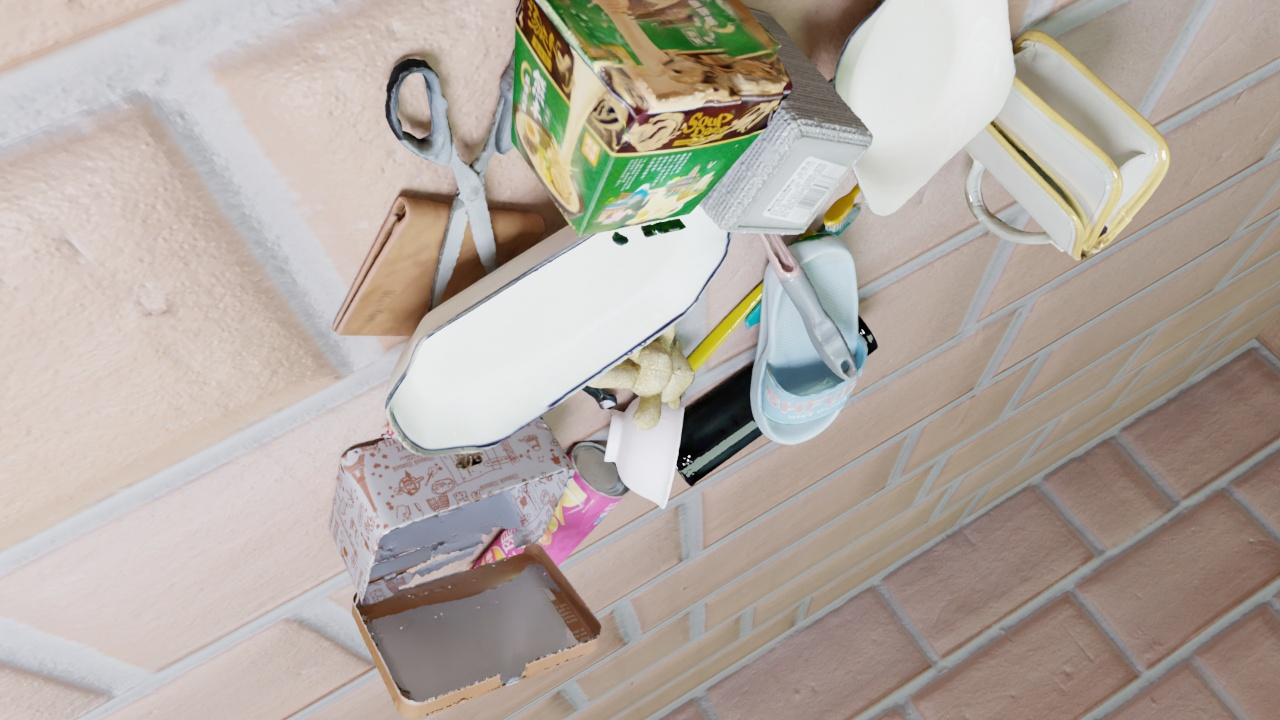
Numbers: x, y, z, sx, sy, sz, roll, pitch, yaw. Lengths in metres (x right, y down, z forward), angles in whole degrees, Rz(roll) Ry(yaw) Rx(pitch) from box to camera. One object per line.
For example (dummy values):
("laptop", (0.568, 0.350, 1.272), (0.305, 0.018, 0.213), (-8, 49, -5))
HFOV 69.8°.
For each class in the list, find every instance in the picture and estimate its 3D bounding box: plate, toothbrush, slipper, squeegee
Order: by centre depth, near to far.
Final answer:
("plate", (-0.052, -0.033, 0.607), (0.265, 0.034, 0.162), (-34, 154, -11))
("plate", (0.191, -0.199, 0.634), (0.163, 0.034, 0.164), (-43, 139, -9))
("toothbrush", (0.191, -0.156, 0.696), (0.190, 0.016, 0.018), (-46, 149, -27))
("squeegee", (0.119, -0.073, 0.735), (0.247, 0.040, 0.249), (-35, 124, 1))
("slipper", (0.160, -0.007, 0.839), (0.104, 0.074, 0.246), (-16, 136, -9))
("toothbrush", (0.097, -0.047, 0.841), (0.190, 0.015, 0.016), (-48, 157, 26))

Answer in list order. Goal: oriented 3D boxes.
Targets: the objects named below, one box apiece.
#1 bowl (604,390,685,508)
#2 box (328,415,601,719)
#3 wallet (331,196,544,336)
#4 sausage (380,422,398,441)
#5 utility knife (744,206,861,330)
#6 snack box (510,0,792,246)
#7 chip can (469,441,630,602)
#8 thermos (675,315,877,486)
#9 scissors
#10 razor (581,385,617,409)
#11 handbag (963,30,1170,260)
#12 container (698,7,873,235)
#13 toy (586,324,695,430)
("bowl", (0.001, 0.077, 0.869), (0.065, 0.118, 0.118), (9, 145, -1))
("box", (-0.135, 0.168, 0.742), (0.182, 0.193, 0.157), (-15, 147, -33))
("wallet", (-0.128, -0.054, 0.578), (0.101, 0.020, 0.116), (-1, 141, -44))
("sausage", (-0.128, 0.018, 0.694), (0.155, 0.020, 0.020), (-31, 153, -7))
("utility knife", (0.145, -0.082, 0.840), (0.029, 0.013, 0.157), (1, 138, -49))
("snack box", (-0.008, -0.133, 0.471), (0.118, 0.117, 0.106), (-17, 152, -35))
("chip can", (-0.096, 0.175, 0.931), (0.071, 0.071, 0.211), (1, 137, -49))
("thermos", (0.135, 0.039, 0.966), (0.242, 0.068, 0.090), (-35, 153, 2))
("scissors", (-0.095, -0.100, 0.513), (0.175, 0.014, 0.159), (-49, 146, 8))
("razor", (-0.046, 0.020, 0.787), (0.043, 0.022, 0.143), (-34, 154, 3))
("handbag", (0.318, -0.152, 0.751), (0.063, 0.163, 0.179), (-25, 153, -14))
("container", (0.063, -0.139, 0.541), (0.090, 0.114, 0.090), (-6, 142, -42))
("toy", (-0.005, 0.004, 0.764), (0.066, 0.105, 0.157), (3, 173, 29))
